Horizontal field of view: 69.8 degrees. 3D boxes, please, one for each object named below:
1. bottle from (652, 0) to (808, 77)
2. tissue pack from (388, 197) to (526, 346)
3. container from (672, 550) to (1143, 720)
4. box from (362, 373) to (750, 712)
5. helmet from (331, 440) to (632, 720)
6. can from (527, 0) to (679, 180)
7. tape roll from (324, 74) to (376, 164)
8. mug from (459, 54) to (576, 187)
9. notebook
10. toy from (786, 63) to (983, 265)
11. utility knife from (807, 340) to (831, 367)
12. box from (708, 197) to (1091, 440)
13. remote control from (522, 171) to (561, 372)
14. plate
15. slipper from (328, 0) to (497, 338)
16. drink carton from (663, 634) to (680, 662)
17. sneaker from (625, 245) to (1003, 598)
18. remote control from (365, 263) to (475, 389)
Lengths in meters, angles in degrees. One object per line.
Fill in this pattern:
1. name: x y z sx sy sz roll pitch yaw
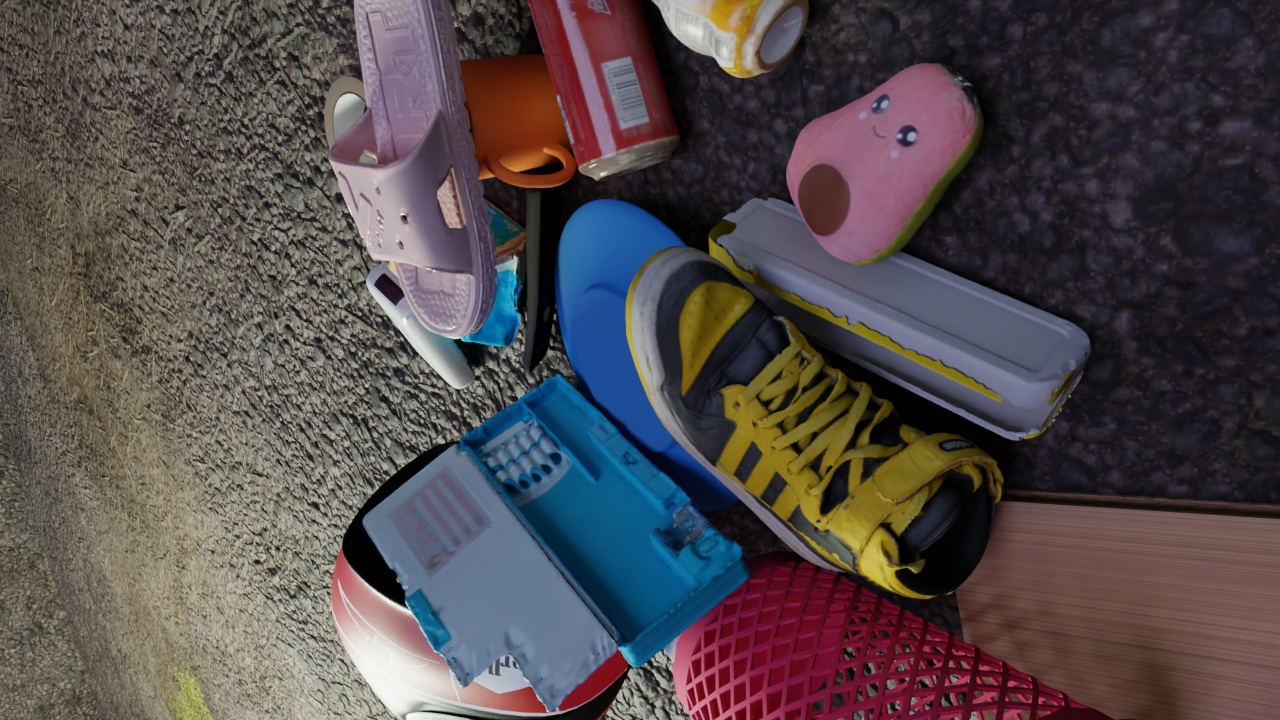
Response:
1. bottle: 0.038 -0.204 0.506 0.109 0.063 0.063 41 131 22
2. tissue pack: -0.145 -0.082 0.727 0.144 0.061 0.093 39 131 25
3. container: 0.131 0.213 0.508 0.226 0.182 0.183 29 128 54
4. box: -0.067 0.117 0.596 0.227 0.181 0.039 40 160 44
5. helmet: -0.108 0.198 0.714 0.271 0.197 0.225 16 134 27
6. can: -0.029 -0.200 0.566 0.067 0.067 0.170 -9 102 44
7. tape roll: -0.228 -0.194 0.778 0.094 0.030 0.094 19 119 36
8. mug: -0.091 -0.155 0.622 0.112 0.095 0.078 44 132 20
9. notebook: 0.271 0.152 0.474 0.211 0.022 0.169 -3 105 43
10. toy: 0.125 -0.105 0.473 0.110 0.051 0.090 -44 52 32
11. utility knife: 0.091 0.038 0.596 0.022 0.015 0.121 43 133 23
12. box: 0.130 -0.028 0.498 0.210 0.065 0.045 30 144 31
13. remote control: -0.075 -0.064 0.684 0.020 0.041 0.152 12 118 11
14. plate: -0.004 0.003 0.617 0.224 0.024 0.225 39 142 39
15. slipper: -0.152 -0.127 0.575 0.094 0.064 0.239 10 113 40
16. drink carton: 0.061 0.239 0.690 0.129 0.044 0.039 53 134 9
17. sneaker: 0.094 0.039 0.476 0.238 0.086 0.122 48 161 -25
18. remote control: -0.181 -0.025 0.763 0.060 0.025 0.138 41 166 26
